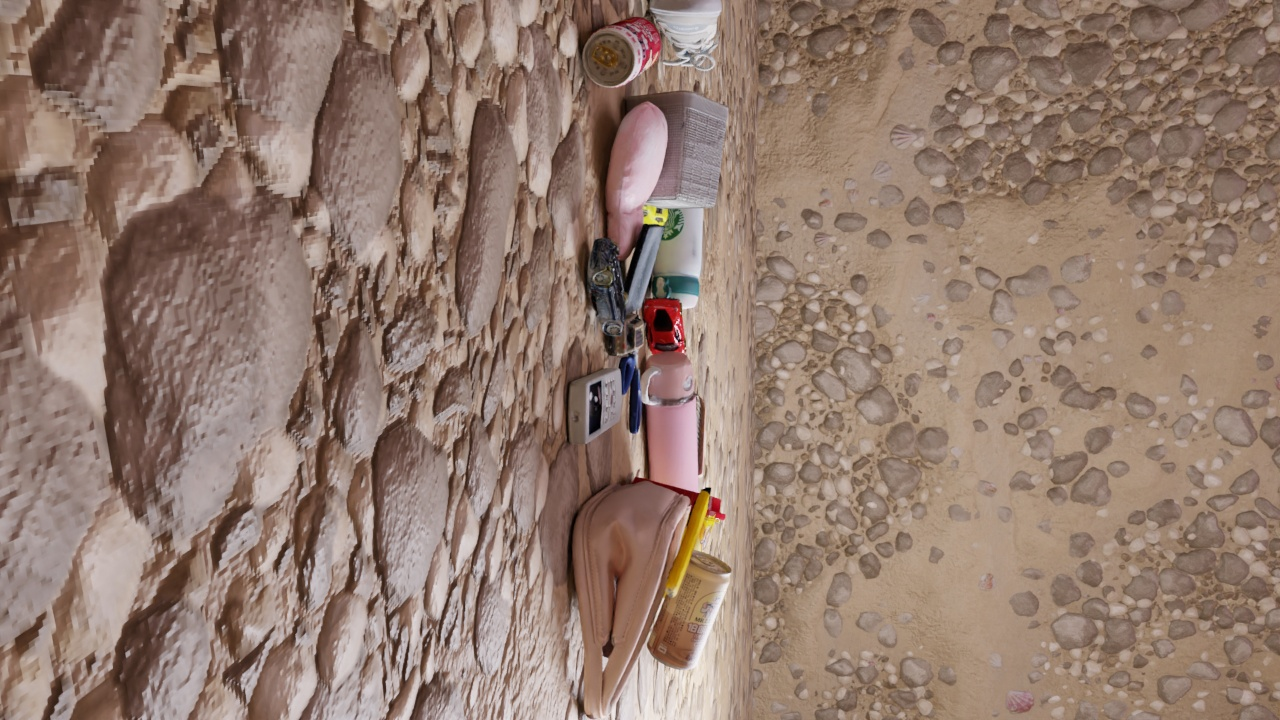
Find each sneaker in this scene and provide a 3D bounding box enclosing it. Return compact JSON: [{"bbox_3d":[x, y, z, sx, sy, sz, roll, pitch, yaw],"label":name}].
[{"bbox_3d":[0.058,-0.420,1.177,0.241,0.089,0.091,-72,166,-73],"label":"sneaker"}]

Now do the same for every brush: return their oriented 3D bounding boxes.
[{"bbox_3d":[0.062,0.105,1.310,0.073,0.063,0.145,68,23,-49],"label":"brush"}]

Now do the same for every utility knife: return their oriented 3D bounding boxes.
[{"bbox_3d":[0.049,0.183,0.945,0.153,0.015,0.033,-61,159,-52],"label":"utility knife"}]

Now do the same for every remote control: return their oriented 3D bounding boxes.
[{"bbox_3d":[-0.041,0.041,0.885,0.150,0.021,0.058,-27,118,-78],"label":"remote control"}]

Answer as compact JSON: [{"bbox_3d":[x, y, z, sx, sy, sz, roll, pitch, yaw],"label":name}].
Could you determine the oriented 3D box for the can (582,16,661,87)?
[{"bbox_3d":[-0.016,-0.297,0.879,0.132,0.053,0.053,-65,155,-63],"label":"can"}]

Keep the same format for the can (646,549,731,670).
[{"bbox_3d":[0.052,0.267,0.983,0.058,0.058,0.116,-13,124,-78],"label":"can"}]

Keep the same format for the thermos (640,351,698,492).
[{"bbox_3d":[0.034,0.091,1.181,0.087,0.067,0.199,-29,125,-44],"label":"thermos"}]

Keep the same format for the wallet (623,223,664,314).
[{"bbox_3d":[0.000,-0.101,0.994,0.120,0.019,0.097,-50,157,-78],"label":"wallet"}]

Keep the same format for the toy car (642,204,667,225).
[{"bbox_3d":[0.015,-0.189,1.108,0.105,0.032,0.048,35,58,-75],"label":"toy car"}]

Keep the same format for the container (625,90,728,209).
[{"bbox_3d":[0.038,-0.231,1.024,0.090,0.090,0.114,1,95,-51],"label":"container"}]

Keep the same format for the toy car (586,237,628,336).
[{"bbox_3d":[-0.033,-0.069,0.883,0.106,0.031,0.048,78,18,-45],"label":"toy car"}]

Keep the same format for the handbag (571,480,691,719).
[{"bbox_3d":[-0.017,0.247,0.925,0.193,0.093,0.234,-21,120,-78],"label":"handbag"}]

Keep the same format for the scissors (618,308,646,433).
[{"bbox_3d":[-0.008,0.005,1.074,0.174,0.012,0.162,-53,142,-73],"label":"scissors"}]

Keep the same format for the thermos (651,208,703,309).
[{"bbox_3d":[0.047,-0.177,1.189,0.073,0.073,0.224,4,88,-79],"label":"thermos"}]

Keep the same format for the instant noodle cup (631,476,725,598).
[{"bbox_3d":[0.029,0.207,1.063,0.116,0.116,0.123,45,59,-75],"label":"instant noodle cup"}]

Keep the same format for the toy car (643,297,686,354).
[{"bbox_3d":[0.032,-0.037,1.171,0.106,0.049,0.031,80,17,-46],"label":"toy car"}]

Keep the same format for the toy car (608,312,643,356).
[{"bbox_3d":[-0.013,-0.029,0.985,0.090,0.035,0.042,-43,135,-78],"label":"toy car"}]

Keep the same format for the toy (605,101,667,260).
[{"bbox_3d":[-0.007,-0.185,0.943,0.121,0.054,0.160,-61,162,-67],"label":"toy"}]
